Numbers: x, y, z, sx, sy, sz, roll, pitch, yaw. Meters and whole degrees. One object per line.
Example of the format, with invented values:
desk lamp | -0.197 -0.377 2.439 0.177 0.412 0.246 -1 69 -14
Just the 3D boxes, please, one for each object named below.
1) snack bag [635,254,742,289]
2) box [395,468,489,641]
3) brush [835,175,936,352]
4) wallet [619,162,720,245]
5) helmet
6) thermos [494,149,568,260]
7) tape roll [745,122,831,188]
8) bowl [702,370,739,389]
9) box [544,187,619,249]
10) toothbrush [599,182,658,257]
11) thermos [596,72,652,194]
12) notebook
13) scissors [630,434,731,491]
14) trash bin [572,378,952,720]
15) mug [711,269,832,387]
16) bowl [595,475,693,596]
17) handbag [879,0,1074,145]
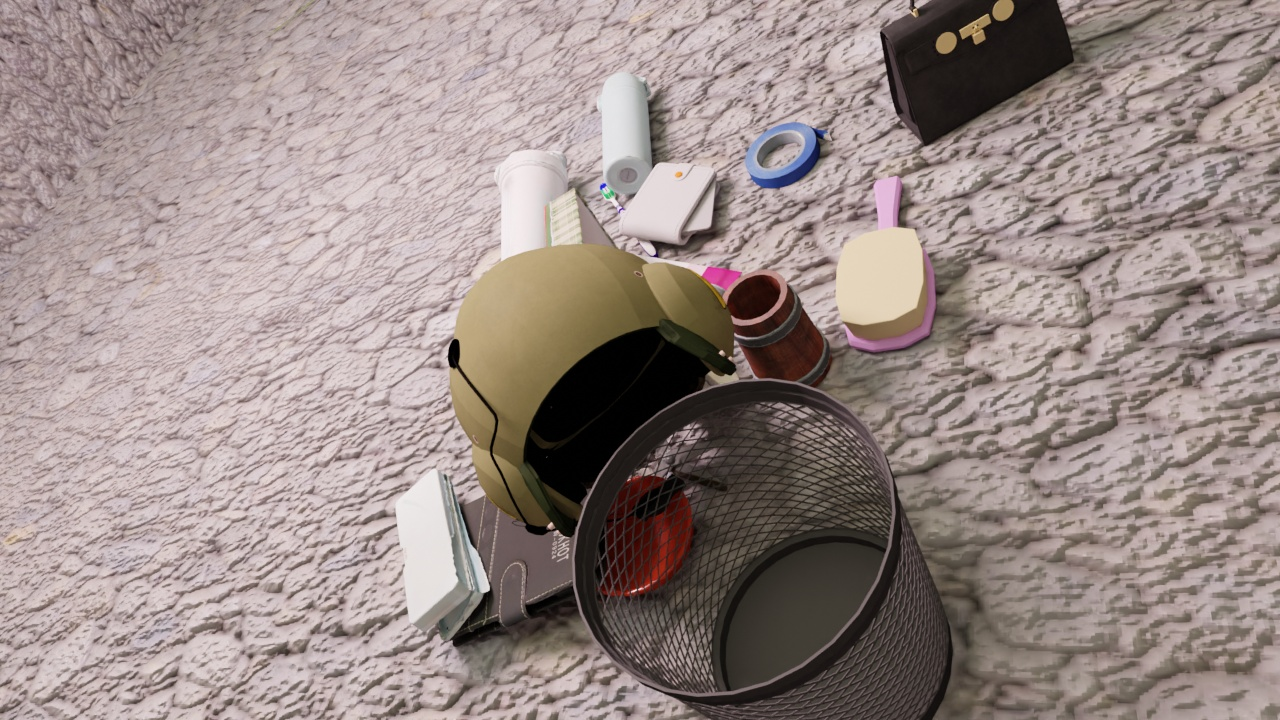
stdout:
snack bag | 0.023 -0.090 1.075 0.197 0.016 0.070 14 62 40
box | -0.209 0.191 0.943 0.084 0.067 0.199 -65 28 18
brush | 0.246 -0.112 0.926 0.089 0.043 0.228 -10 51 27
wallet | 0.050 -0.191 1.120 0.115 0.037 0.118 14 60 32
helmet | -0.039 0.018 0.781 0.250 0.255 0.233 -45 50 2
thermos | -0.146 -0.190 1.215 0.099 0.099 0.220 -18 50 20
tape roll | 0.171 -0.248 1.107 0.091 0.016 0.093 27 73 44
bowl | 0.041 0.009 0.921 0.063 0.115 0.115 -43 42 16
box | -0.057 -0.101 1.019 0.050 0.118 0.205 -28 35 12
toothbrush | -0.016 -0.181 1.177 0.015 0.016 0.186 -34 43 2
thermos | -0.021 -0.316 1.254 0.078 0.065 0.206 -15 48 14
notebook | -0.114 0.180 0.906 0.210 0.029 0.169 -32 39 30
scissors | -0.008 0.104 0.925 0.179 0.015 0.198 -49 56 4
trash bin | 0.103 0.167 0.657 0.218 0.227 0.217 -18 47 20
mug | 0.116 -0.031 0.895 0.117 0.111 0.081 18 66 41
bowl | 0.000 0.170 0.862 0.122 0.035 0.121 -18 47 20
handbag | 0.337 -0.358 0.957 0.176 0.196 0.072 -29 44 10
